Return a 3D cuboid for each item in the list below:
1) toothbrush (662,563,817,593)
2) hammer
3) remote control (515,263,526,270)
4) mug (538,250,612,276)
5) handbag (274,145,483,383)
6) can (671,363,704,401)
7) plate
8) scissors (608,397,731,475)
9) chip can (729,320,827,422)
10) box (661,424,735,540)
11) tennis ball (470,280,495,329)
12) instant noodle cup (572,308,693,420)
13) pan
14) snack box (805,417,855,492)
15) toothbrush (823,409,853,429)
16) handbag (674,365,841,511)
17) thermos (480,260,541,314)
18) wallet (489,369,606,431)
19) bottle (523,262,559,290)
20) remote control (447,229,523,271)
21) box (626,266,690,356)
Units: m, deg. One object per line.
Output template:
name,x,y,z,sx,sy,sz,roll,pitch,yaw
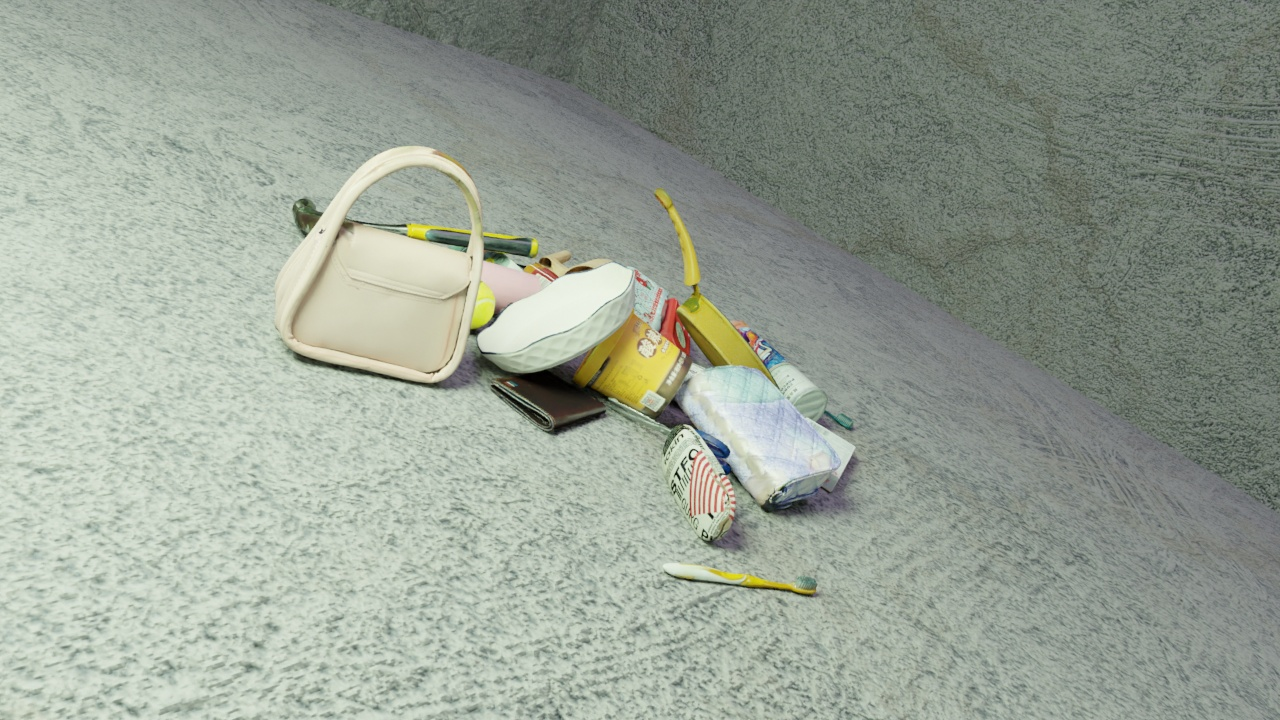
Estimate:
toothbrush,0.103,0.213,0.904,0.191,0.018,0.016,15,21,-29
hammer,-0.292,-0.169,1.232,0.322,0.032,0.126,5,19,-27
remote control,-0.178,-0.126,1.378,0.136,0.024,0.053,10,29,-38
mug,-0.087,-0.122,1.390,0.124,0.084,0.103,37,19,3
handbag,-0.245,-0.102,0.923,0.193,0.235,0.093,12,26,-35
can,0.060,0.030,1.243,0.146,0.058,0.058,22,21,-12
plate,-0.095,-0.049,1.096,0.204,0.205,0.045,-93,158,-67
scissors,0.037,0.092,1.101,0.173,0.012,0.133,7,-38,47
chip can,0.199,0.017,1.433,0.071,0.071,0.214,11,25,-38
box,0.058,0.129,0.991,0.052,0.069,0.164,27,15,-28
tennis ball,-0.213,-0.071,1.137,0.065,0.066,0.065,24,20,-9
instant noodle cup,-0.007,0.007,1.146,0.114,0.119,0.118,34,20,-4
pan,0.096,-0.080,1.287,0.357,0.078,0.197,52,-3,-26
snack box,0.249,0.129,1.284,0.085,0.027,0.156,32,21,13
toothbrush,0.268,0.055,1.504,0.191,0.018,0.016,35,22,21
handbag,0.145,0.094,1.137,0.134,0.076,0.194,-3,44,-43
thermos,-0.236,-0.105,1.206,0.198,0.067,0.087,12,3,-32
wallet,-0.106,0.043,1.062,0.096,0.020,0.122,34,19,19
bottle,-0.095,-0.074,1.305,0.175,0.058,0.057,33,21,16
remote control,-0.221,-0.139,1.314,0.135,0.056,0.019,42,-15,34
box,0.024,-0.063,1.352,0.161,0.058,0.200,52,16,-13
